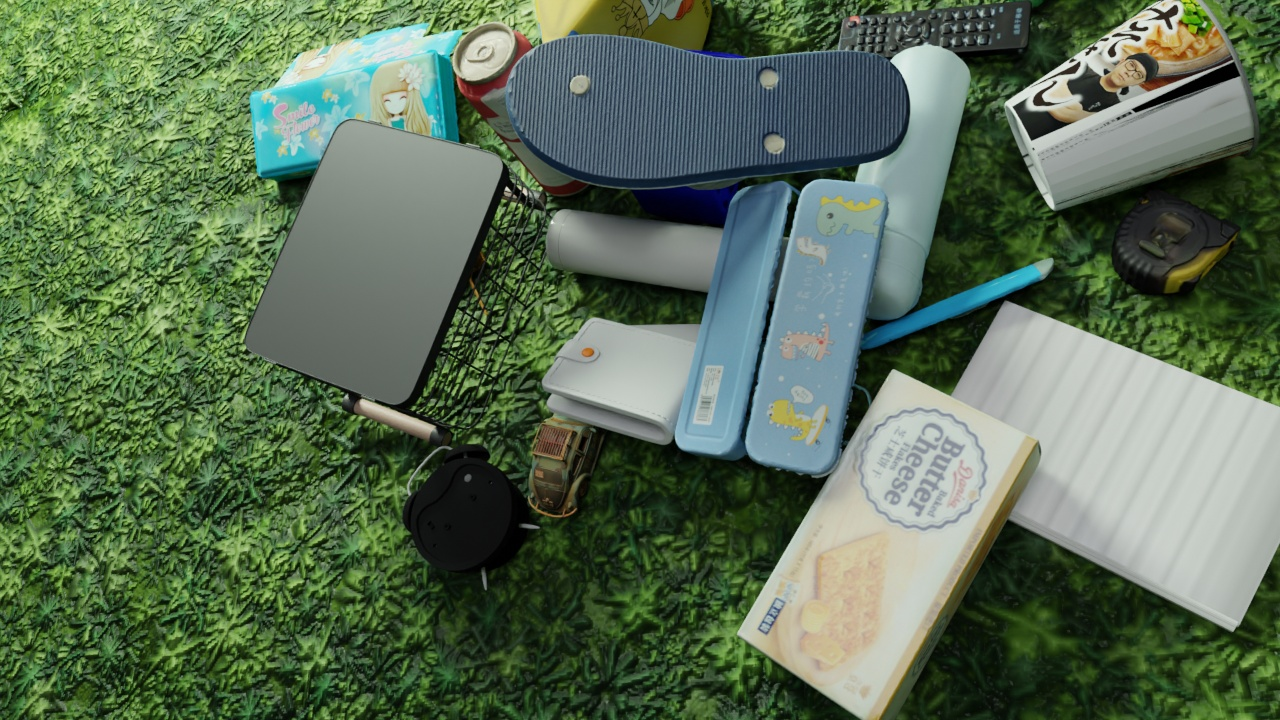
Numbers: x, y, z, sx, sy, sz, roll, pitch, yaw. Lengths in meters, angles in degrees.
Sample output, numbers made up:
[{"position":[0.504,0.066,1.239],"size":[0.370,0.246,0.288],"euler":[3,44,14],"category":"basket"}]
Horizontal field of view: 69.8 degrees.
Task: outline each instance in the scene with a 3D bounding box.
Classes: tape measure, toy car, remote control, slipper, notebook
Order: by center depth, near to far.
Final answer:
[{"position":[0.309,0.060,0.606],"size":[0.210,0.009,0.142],"euler":[28,81,28],"category":"notebook"},{"position":[0.357,-0.080,0.627],"size":[0.062,0.038,0.067],"euler":[-47,62,-1],"category":"tape measure"},{"position":[0.048,-0.178,0.684],"size":[0.295,0.060,0.118],"euler":[1,80,4],"category":"slipper"},{"position":[-0.059,0.066,0.723],"size":[0.047,0.047,0.111],"euler":[10,70,22],"category":"toy car"},{"position":[0.240,-0.266,0.756],"size":[0.150,0.022,0.047],"euler":[5,72,25],"category":"remote control"}]

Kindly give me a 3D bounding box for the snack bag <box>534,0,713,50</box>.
[{"position":[-0.022,-0.282,0.784],"size":[0.102,0.159,0.205],"euler":[7,74,27],"category":"snack bag"}]

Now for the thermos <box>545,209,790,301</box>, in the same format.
[{"position":[0.031,-0.085,0.746],"size":[0.224,0.052,0.052],"euler":[11,74,24],"category":"thermos"}]

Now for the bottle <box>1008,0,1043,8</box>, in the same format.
[{"position":[0.338,-0.334,0.734],"size":[0.111,0.043,0.043],"euler":[-47,61,-3],"category":"bottle"}]

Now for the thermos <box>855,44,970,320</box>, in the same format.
[{"position":[0.196,-0.133,0.692],"size":[0.065,0.078,0.206],"euler":[-6,61,55],"category":"thermos"}]

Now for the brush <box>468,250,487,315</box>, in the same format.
[{"position":[-0.169,-0.096,0.847],"size":[0.048,0.017,0.126],"euler":[-33,62,6],"category":"brush"}]

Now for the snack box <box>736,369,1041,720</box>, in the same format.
[{"position":[0.164,0.122,0.602],"size":[0.104,0.057,0.208],"euler":[29,87,28],"category":"snack box"}]

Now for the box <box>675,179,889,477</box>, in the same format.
[{"position":[0.096,-0.029,0.640],"size":[0.128,0.034,0.209],"euler":[6,77,37],"category":"box"}]

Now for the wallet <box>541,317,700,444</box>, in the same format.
[{"position":[-0.005,0.004,0.723],"size":[0.118,0.038,0.115],"euler":[15,48,23],"category":"wallet"}]

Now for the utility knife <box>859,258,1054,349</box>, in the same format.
[{"position":[0.219,-0.035,0.673],"size":[0.175,0.031,0.015],"euler":[-22,104,13],"category":"utility knife"}]

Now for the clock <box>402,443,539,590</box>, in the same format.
[{"position":[-0.141,0.118,0.736],"size":[0.121,0.042,0.091],"euler":[38,86,29],"category":"clock"}]

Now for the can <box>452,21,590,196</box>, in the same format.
[{"position":[-0.091,-0.206,0.773],"size":[0.067,0.170,0.067],"euler":[-8,66,19],"category":"can"}]

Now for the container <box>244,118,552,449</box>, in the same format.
[{"position":[-0.188,-0.066,0.761],"size":[0.163,0.130,0.241],"euler":[18,82,20],"category":"container"}]

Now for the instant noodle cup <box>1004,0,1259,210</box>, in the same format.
[{"position":[0.330,-0.169,0.635],"size":[0.122,0.123,0.123],"euler":[-25,62,20],"category":"instant noodle cup"}]

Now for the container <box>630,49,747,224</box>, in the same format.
[{"position":[0.045,-0.183,0.762],"size":[0.085,0.084,0.113],"euler":[13,76,23],"category":"container"}]

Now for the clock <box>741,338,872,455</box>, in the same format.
[{"position":[0.107,0.032,0.670],"size":[0.124,0.053,0.090],"euler":[10,74,24],"category":"clock"}]

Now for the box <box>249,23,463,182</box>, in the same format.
[{"position":[-0.291,-0.282,0.943],"size":[0.227,0.071,0.181],"euler":[-6,69,19],"category":"box"}]
